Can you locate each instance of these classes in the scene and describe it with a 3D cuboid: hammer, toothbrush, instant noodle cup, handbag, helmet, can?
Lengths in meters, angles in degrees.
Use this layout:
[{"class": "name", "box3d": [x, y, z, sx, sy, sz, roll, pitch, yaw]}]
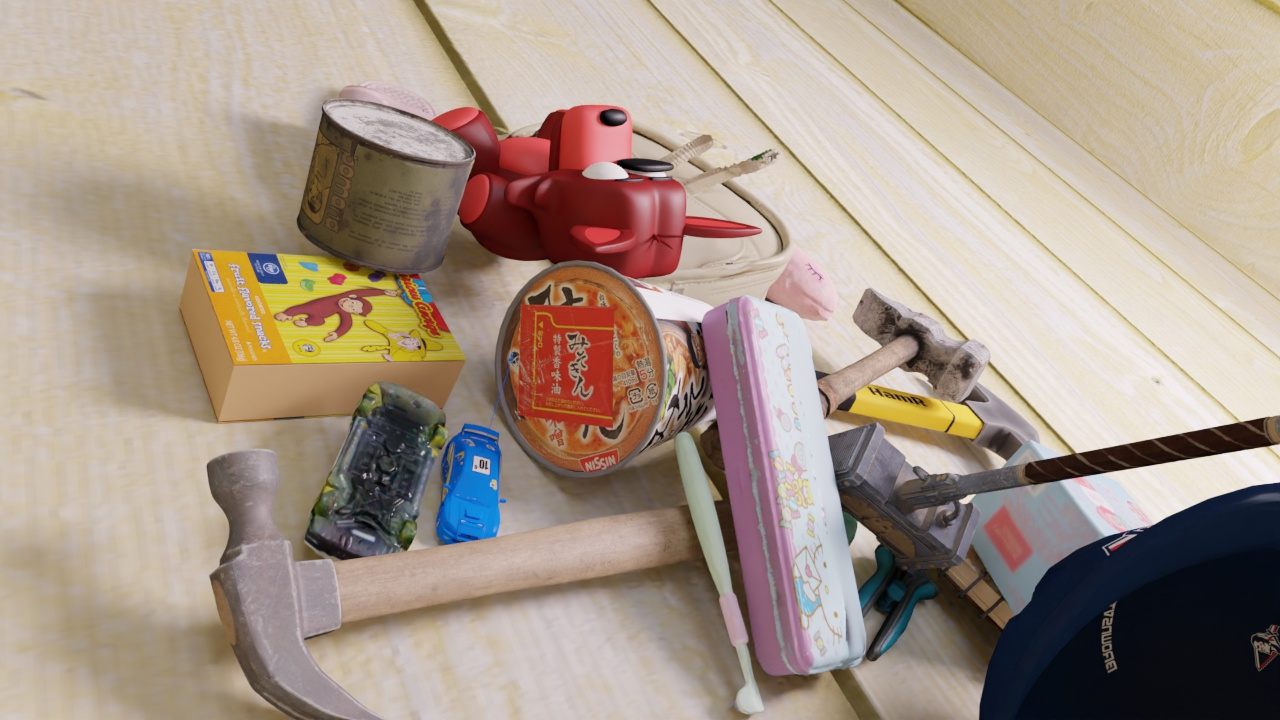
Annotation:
[{"class": "hammer", "box3d": [0.191, 0.031, 0.757, 0.324, 0.034, 0.169, 12, 28, -22]}, {"class": "hammer", "box3d": [0.148, 0.017, 0.677, 0.121, 0.049, 0.317, 36, 35, 26]}, {"class": "toothbrush", "box3d": [0.041, 0.110, 0.496, 0.022, 0.015, 0.154, 33, 39, -60]}, {"class": "hammer", "box3d": [0.216, 0.053, 0.458, 0.098, 0.323, 0.044, 39, 62, -12]}, {"class": "instant noodle cup", "box3d": [-0.003, 0.003, 0.570, 0.123, 0.124, 0.121, 47, 26, 24]}, {"class": "handbag", "box3d": [0.009, -0.134, 0.759, 0.183, 0.132, 0.229, -17, 54, -41]}, {"class": "helmet", "box3d": [0.277, 0.170, 0.428, 0.232, 0.273, 0.222, -2, 27, 7]}, {"class": "can", "box3d": [-0.153, -0.104, 0.551, 0.090, 0.075, 0.089, 19, 24, -9]}, {"class": "hammer", "box3d": [-0.040, 0.097, 0.461, 0.330, 0.031, 0.119, 1, 65, -44]}]

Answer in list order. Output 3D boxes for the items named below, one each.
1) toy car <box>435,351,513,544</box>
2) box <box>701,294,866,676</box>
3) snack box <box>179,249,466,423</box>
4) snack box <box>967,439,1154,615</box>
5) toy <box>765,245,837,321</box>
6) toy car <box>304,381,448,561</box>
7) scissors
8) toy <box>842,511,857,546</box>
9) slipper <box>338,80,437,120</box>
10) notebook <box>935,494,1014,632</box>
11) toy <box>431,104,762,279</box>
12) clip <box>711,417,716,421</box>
[{"class": "toy car", "box3d": [-0.081, 0.047, 0.485, 0.033, 0.062, 0.091, 18, 34, -20]}, {"class": "box", "box3d": [0.083, 0.068, 0.525, 0.076, 0.033, 0.214, 9, 66, -46]}, {"class": "snack box", "box3d": [-0.176, -0.015, 0.510, 0.125, 0.040, 0.088, -2, 45, -41]}, {"class": "snack box", "box3d": [0.279, 0.121, 0.594, 0.094, 0.080, 0.093, 22, 27, -23]}, {"class": "toy", "box3d": [0.143, -0.078, 0.861, 0.108, 0.053, 0.105, 40, 18, 15]}, {"class": "toy car", "box3d": [-0.129, 0.058, 0.453, 0.048, 0.033, 0.105, 26, 41, -17]}, {"class": "scissors", "box3d": [0.161, 0.143, 0.597, 0.138, 0.019, 0.136, 20, 35, -18]}, {"class": "toy", "box3d": [0.105, 0.093, 0.609, 0.085, 0.033, 0.105, 7, 39, -16]}, {"class": "slipper", "box3d": [-0.185, -0.167, 0.691, 0.094, 0.065, 0.239, 17, 33, -21]}, {"class": "notebook", "box3d": [0.297, 0.184, 0.633, 0.225, 0.024, 0.167, 46, 27, 23]}, {"class": "toy", "box3d": [-0.040, -0.113, 0.623, 0.158, 0.121, 0.197, -10, 27, -44]}, {"class": "clip", "box3d": [0.073, 0.039, 0.663, 0.076, 0.023, 0.044, 25, 34, -6]}]
